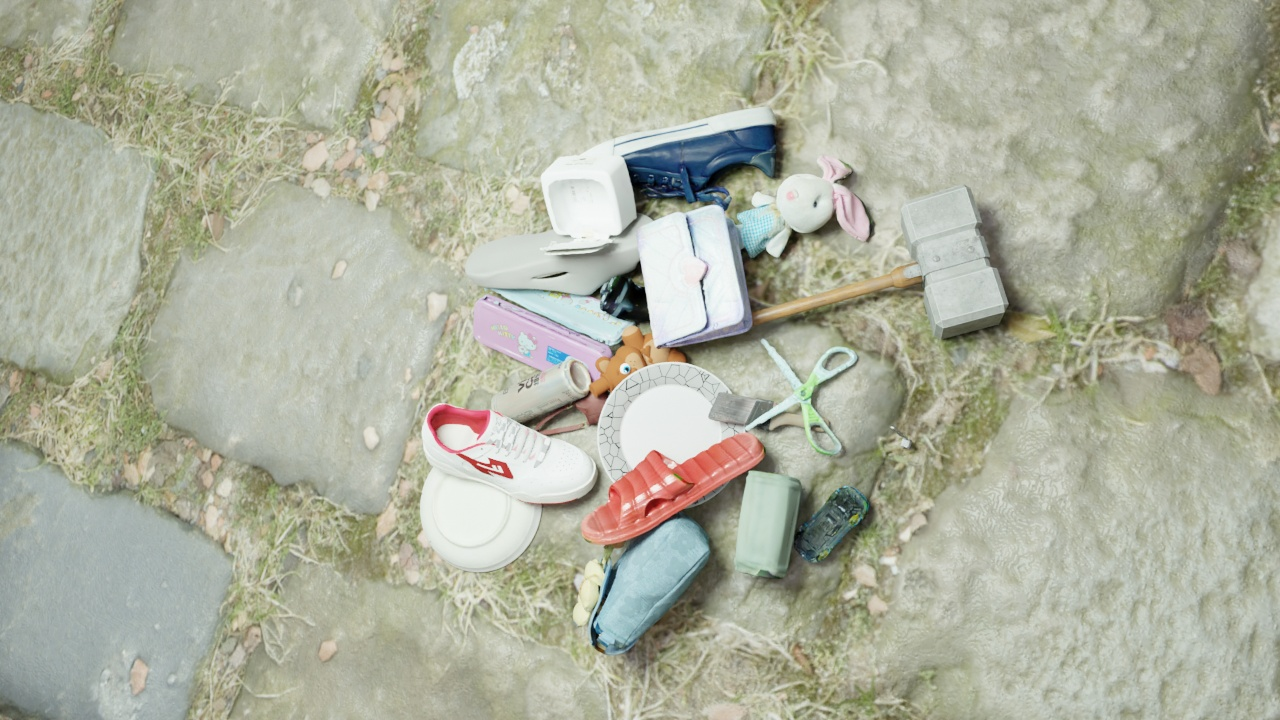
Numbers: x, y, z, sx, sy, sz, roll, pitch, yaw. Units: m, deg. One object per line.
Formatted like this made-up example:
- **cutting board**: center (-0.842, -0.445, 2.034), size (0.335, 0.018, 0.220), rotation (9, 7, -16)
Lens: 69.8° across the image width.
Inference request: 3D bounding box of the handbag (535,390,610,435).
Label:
- **handbag**: center (-0.091, 0.075, 1.233), size (0.120, 0.055, 0.029), rotation (-22, 34, 18)

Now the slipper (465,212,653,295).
- **slipper**: center (-0.103, -0.130, 1.256), size (0.266, 0.081, 0.112), rotation (-12, 36, 3)

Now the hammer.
- **hammer**: center (0.267, -0.087, 1.137), size (0.318, 0.083, 0.162), rotation (-16, 76, 13)

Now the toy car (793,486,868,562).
- **toy car**: center (0.232, 0.199, 1.121), size (0.048, 0.032, 0.105), rotation (43, 99, 18)

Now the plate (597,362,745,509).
- **plate**: center (0.039, 0.096, 1.178), size (0.188, 0.016, 0.188), rotation (0, 92, -3)

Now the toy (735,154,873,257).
- **toy**: center (0.183, -0.195, 1.172), size (0.205, 0.105, 0.131), rotation (-19, 72, 10)

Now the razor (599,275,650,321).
- **razor**: center (0.016, -0.085, 1.215), size (0.140, 0.064, 0.052), rotation (-1, 43, 1)

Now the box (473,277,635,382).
- **box**: center (-0.119, -0.046, 1.270), size (0.214, 0.090, 0.093), rotation (23, 127, 18)

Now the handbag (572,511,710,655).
- **handbag**: center (-0.006, 0.261, 1.127), size (0.118, 0.121, 0.192), rotation (41, 96, 0)

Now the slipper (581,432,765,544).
- **slipper**: center (0.033, 0.141, 1.119), size (0.248, 0.103, 0.059), rotation (-27, 107, -9)

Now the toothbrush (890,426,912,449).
- **toothbrush**: center (0.296, 0.089, 1.044), size (0.010, 0.181, 0.010), rotation (18, 88, 23)

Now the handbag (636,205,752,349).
- **handbag**: center (0.063, -0.103, 1.145), size (0.127, 0.069, 0.158), rotation (-12, 79, 17)

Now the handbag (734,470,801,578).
- **handbag**: center (0.153, 0.198, 1.106), size (0.067, 0.106, 0.121), rotation (8, 82, 14)

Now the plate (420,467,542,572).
- **plate**: center (-0.225, 0.196, 1.251), size (0.182, 0.034, 0.182), rotation (-3, 79, 16)

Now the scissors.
- **scissors**: center (0.203, 0.042, 1.151), size (0.172, 0.021, 0.171), rotation (-32, 81, -2)

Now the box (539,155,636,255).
- **box**: center (-0.082, -0.189, 1.174), size (0.110, 0.133, 0.107), rotation (6, 126, 26)

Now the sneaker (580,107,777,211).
- **sneaker**: center (0.042, -0.248, 1.231), size (0.295, 0.120, 0.127), rotation (-9, 94, 10)

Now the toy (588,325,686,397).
- **toy**: center (-0.007, 0.007, 1.192), size (0.127, 0.065, 0.095), rotation (-33, 110, -20)

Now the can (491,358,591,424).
- **can**: center (-0.132, 0.044, 1.222), size (0.136, 0.054, 0.054), rotation (-24, 73, 29)

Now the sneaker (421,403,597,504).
- **sneaker**: center (-0.173, 0.112, 1.193), size (0.237, 0.104, 0.090), rotation (16, 56, 10)

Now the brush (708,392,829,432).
- **brush**: center (0.163, 0.070, 1.159), size (0.151, 0.012, 0.039), rotation (11, 90, 5)
